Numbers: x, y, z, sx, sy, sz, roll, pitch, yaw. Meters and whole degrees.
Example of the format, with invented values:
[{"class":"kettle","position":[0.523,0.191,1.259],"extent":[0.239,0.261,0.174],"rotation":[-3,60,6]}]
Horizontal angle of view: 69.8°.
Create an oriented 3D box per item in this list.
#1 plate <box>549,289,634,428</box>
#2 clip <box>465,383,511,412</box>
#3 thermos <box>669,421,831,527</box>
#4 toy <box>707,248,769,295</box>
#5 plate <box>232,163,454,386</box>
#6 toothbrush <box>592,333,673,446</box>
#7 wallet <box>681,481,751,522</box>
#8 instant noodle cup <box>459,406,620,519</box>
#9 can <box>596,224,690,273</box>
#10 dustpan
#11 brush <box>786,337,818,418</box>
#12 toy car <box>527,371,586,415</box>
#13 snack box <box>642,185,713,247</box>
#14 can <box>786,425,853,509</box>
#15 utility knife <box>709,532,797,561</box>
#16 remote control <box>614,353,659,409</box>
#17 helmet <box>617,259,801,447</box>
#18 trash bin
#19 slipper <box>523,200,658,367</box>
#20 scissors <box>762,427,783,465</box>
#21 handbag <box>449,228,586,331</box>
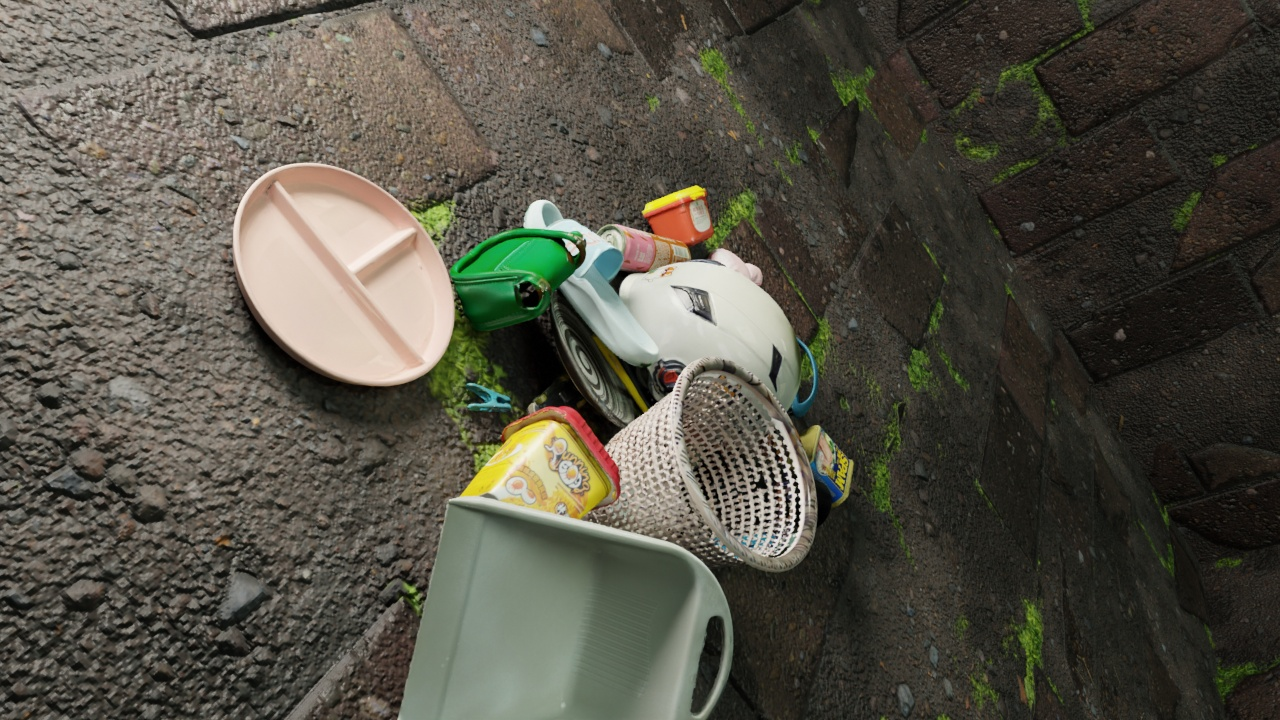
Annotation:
[{"class":"plate","position":[-0.061,0.003,1.046],"extent":[0.179,0.024,0.179],"rotation":[57,11,-18]},{"class":"clip","position":[-0.156,0.042,0.943],"extent":[0.055,0.013,0.038],"rotation":[18,54,-43]},{"class":"thermos","position":[0.149,0.144,1.154],"extent":[0.242,0.090,0.068],"rotation":[27,22,-37]},{"class":"toy","position":[0.152,-0.112,1.403],"extent":[0.159,0.054,0.121],"rotation":[4,65,-56]},{"class":"plate","position":[-0.275,-0.078,0.862],"extent":[0.229,0.028,0.229],"rotation":[31,45,-38]},{"class":"toothbrush","position":[-0.001,0.042,1.102],"extent":[0.190,0.017,0.015],"rotation":[56,10,-21]},{"class":"wallet","position":[0.097,0.148,1.183],"extent":[0.122,0.020,0.096],"rotation":[31,41,-36]},{"class":"instant noodle cup","position":[-0.102,0.123,0.878],"extent":[0.116,0.116,0.123],"rotation":[55,47,-10]},{"class":"can","position":[0.004,-0.143,1.233],"extent":[0.147,0.058,0.058],"rotation":[6,62,-50]},{"class":"dustpan","position":[-0.045,0.245,0.773],"extent":[0.257,0.143,0.222],"rotation":[18,83,-53]},{"class":"brush","position":[0.231,0.021,1.388],"extent":[0.055,0.074,0.143],"rotation":[57,26,-57]},{"class":"toy car","position":[-0.093,0.047,0.998],"extent":[0.042,0.035,0.090],"rotation":[54,33,-8]},{"class":"snack box","position":[0.060,-0.203,1.329],"extent":[0.091,0.082,0.080],"rotation":[-30,101,-54]},{"class":"can","position":[0.264,0.158,1.355],"extent":[0.083,0.057,0.101],"rotation":[47,37,-16]},{"class":"utility knife","position":[0.158,0.240,1.199],"extent":[0.216,0.018,0.034],"rotation":[6,61,-51]},{"class":"remote control","position":[-0.007,0.007,1.144],"extent":[0.053,0.024,0.136],"rotation":[-21,84,-61]},{"class":"helmet","position":[0.109,-0.022,1.171],"extent":[0.274,0.157,0.229],"rotation":[54,29,-17]},{"class":"trash bin","position":[0.044,0.135,0.971],"extent":[0.227,0.193,0.227],"rotation":[30,46,-36]},{"class":"slipper","position":[-0.051,-0.099,1.072],"extent":[0.245,0.074,0.104],"rotation":[53,16,14]},{"class":"scissors","position":[0.167,0.061,1.334],"extent":[0.203,0.015,0.202],"rotation":[-22,85,-54]},{"class":"handbag","position":[-0.127,-0.092,0.973],"extent":[0.131,0.120,0.068],"rotation":[-57,133,-54]}]
